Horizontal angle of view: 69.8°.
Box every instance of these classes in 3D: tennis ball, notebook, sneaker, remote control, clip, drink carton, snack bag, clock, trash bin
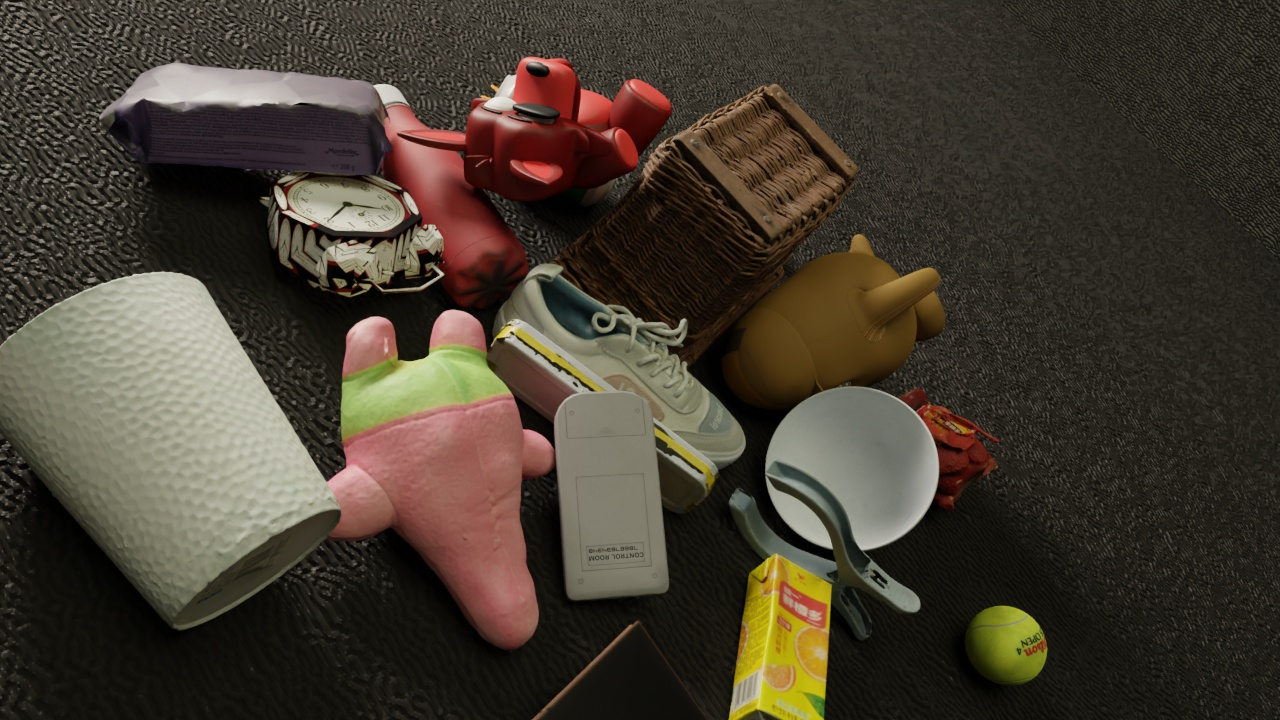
[{"bbox_3d":[0.313,0.244,0.786,0.065,0.065,0.065,19,43,-20],"label":"tennis ball"},{"bbox_3d":[-0.019,0.268,0.541,0.141,0.008,0.208,54,38,5],"label":"notebook"},{"bbox_3d":[-0.005,0.004,0.769,0.242,0.091,0.089,33,39,-6],"label":"sneaker"},{"bbox_3d":[-0.023,0.097,0.672,0.074,0.019,0.151,-2,73,-12],"label":"remote control"},{"bbox_3d":[0.134,0.167,0.757,0.167,0.128,0.028,48,42,0],"label":"clip"},{"bbox_3d":[0.106,0.217,0.684,0.058,0.043,0.134,30,41,-12],"label":"drink carton"},{"bbox_3d":[-0.303,-0.193,0.724,0.205,0.058,0.096,0,33,-18],"label":"snack bag"},{"bbox_3d":[-0.221,-0.088,0.718,0.155,0.065,0.114,37,37,24],"label":"clock"},{"bbox_3d":[-0.260,0.054,0.517,0.161,0.134,0.133,50,42,8],"label":"trash bin"}]

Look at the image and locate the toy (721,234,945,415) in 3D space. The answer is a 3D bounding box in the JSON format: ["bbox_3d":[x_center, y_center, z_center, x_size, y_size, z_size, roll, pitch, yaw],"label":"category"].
[{"bbox_3d":[0.174,-0.016,0.882,0.203,0.199,0.162,-25,86,-26],"label":"toy"}]

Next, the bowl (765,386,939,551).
[{"bbox_3d":[0.188,0.103,0.807,0.144,0.144,0.074,64,8,28],"label":"bowl"}]

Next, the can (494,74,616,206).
[{"bbox_3d":[-0.086,-0.222,0.927,0.140,0.088,0.087,28,41,-11],"label":"can"}]

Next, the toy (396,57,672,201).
[{"bbox_3d":[-0.082,-0.196,0.784,0.158,0.121,0.196,25,31,22],"label":"toy"}]

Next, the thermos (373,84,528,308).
[{"bbox_3d":[-0.183,-0.153,0.804,0.073,0.073,0.240,-13,59,-42],"label":"thermos"}]

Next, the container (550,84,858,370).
[{"bbox_3d":[0.074,-0.132,0.861,0.162,0.184,0.249,46,46,2],"label":"container"}]

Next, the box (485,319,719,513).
[{"bbox_3d":[-0.033,0.047,0.730,0.209,0.065,0.033,36,53,-1],"label":"box"}]

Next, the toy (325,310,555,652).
[{"bbox_3d":[-0.125,0.081,0.617,0.191,0.097,0.236,-11,73,-43],"label":"toy"}]

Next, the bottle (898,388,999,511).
[{"bbox_3d":[0.286,0.086,0.895,0.098,0.099,0.111,-14,57,-43],"label":"bottle"}]

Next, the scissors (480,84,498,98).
[{"bbox_3d":[-0.114,-0.269,1.010,0.133,0.012,0.096,41,39,2],"label":"scissors"}]
